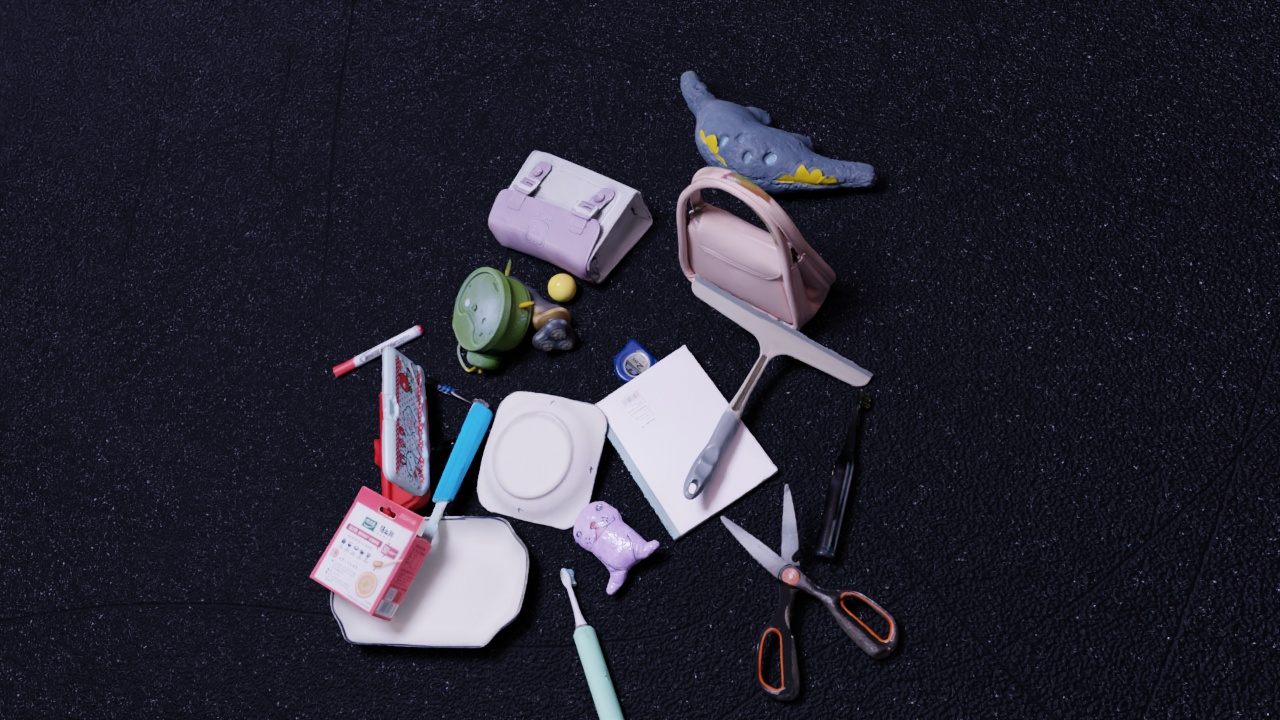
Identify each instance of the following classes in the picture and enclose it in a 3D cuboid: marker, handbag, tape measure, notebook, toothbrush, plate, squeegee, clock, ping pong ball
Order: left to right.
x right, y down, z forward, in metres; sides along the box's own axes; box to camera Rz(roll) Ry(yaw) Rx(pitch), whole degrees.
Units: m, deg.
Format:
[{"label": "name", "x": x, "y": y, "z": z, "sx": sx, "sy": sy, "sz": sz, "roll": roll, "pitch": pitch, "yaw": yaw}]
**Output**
[{"label": "marker", "x": -0.385, "y": -0.014, "z": 1.350, "sx": 0.145, "sy": 0.017, "sz": 0.017, "roll": -26, "pitch": 57, "yaw": 3}, {"label": "plate", "x": -0.256, "y": 0.275, "z": 1.132, "sx": 0.266, "sy": 0.034, "sz": 0.161, "roll": -5, "pitch": 60, "yaw": 16}, {"label": "toothbrush", "x": -0.279, "y": 0.037, "z": 1.287, "sx": 0.190, "sy": 0.016, "sz": 0.014, "roll": 22, "pitch": 63, "yaw": 29}, {"label": "marker", "x": -0.217, "y": 0.107, "z": 1.222, "sx": 0.132, "sy": 0.022, "sz": 0.020, "roll": -15, "pitch": 44, "yaw": 9}, {"label": "clock", "x": -0.212, "y": -0.054, "z": 1.268, "sx": 0.162, "sy": 0.056, "sz": 0.116, "roll": -51, "pitch": 49, "yaw": 25}, {"label": "plate", "x": -0.132, "y": 0.120, "z": 1.158, "sx": 0.164, "sy": 0.034, "sz": 0.163, "roll": 8, "pitch": 78, "yaw": 23}, {"label": "ping pong ball", "x": -0.110, "y": -0.102, "z": 1.292, "sx": 0.040, "sy": 0.040, "sz": 0.040, "roll": -8, "pitch": 59, "yaw": 14}, {"label": "handbag", "x": -0.106, "y": -0.206, "z": 1.321, "sx": 0.197, "sy": 0.098, "sz": 0.144, "roll": 27, "pitch": 78, "yaw": 30}, {"label": "toothbrush", "x": -0.055, "y": 0.335, "z": 1.035, "sx": 0.027, "sy": 0.027, "sz": 0.224, "roll": -46, "pitch": 51, "yaw": 30}, {"label": "tape measure", "x": -0.007, "y": 0.007, "z": 1.203, "sx": 0.054, "sy": 0.025, "sz": 0.058, "roll": -44, "pitch": 69, "yaw": -6}, {"label": "notebook", "x": 0.049, "y": 0.097, "z": 1.130, "sx": 0.150, "sy": 0.012, "sz": 0.209, "roll": -34, "pitch": 63, "yaw": -2}, {"label": "squeegee", "x": 0.114, "y": 0.061, "z": 1.101, "sx": 0.246, "sy": 0.039, "sz": 0.246, "roll": 29, "pitch": 76, "yaw": 4}, {"label": "handbag", "x": 0.128, "y": -0.149, "z": 1.121, "sx": 0.193, "sy": 0.234, "sz": 0.093, "roll": 29, "pitch": 75, "yaw": 30}, {"label": "toothbrush", "x": 0.235, "y": 0.128, "z": 1.055, "sx": 0.027, "sy": 0.026, "sz": 0.212, "roll": 24, "pitch": 66, "yaw": -8}]

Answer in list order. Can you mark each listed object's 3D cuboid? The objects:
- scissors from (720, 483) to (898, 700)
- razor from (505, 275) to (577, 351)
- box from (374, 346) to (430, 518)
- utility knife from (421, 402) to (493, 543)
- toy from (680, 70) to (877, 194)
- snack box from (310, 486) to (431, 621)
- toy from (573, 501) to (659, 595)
[{"label": "scissors", "x": 0.169, "y": 0.255, "z": 0.985, "sx": 0.221, "sy": 0.022, "sz": 0.230, "roll": 20, "pitch": 79, "yaw": 18}, {"label": "razor", "x": -0.152, "y": -0.069, "z": 1.283, "sx": 0.067, "sy": 0.062, "sz": 0.167, "roll": -44, "pitch": 52, "yaw": -7}, {"label": "box", "x": -0.327, "y": 0.093, "z": 1.205, "sx": 0.113, "sy": 0.099, "sz": 0.201, "roll": -29, "pitch": 53, "yaw": 26}, {"label": "utility knife", "x": -0.240, "y": 0.147, "z": 1.177, "sx": 0.034, "sy": 0.018, "sz": 0.208, "roll": 9, "pitch": 61, "yaw": 22}, {"label": "toy", "x": 0.157, "y": -0.307, "z": 1.290, "sx": 0.137, "sy": 0.091, "sz": 0.356, "roll": -38, "pitch": 58, "yaw": -19}, {"label": "snack box", "x": -0.324, "y": 0.235, "z": 1.124, "sx": 0.113, "sy": 0.044, "sz": 0.127, "roll": 20, "pitch": 74, "yaw": 30}, {"label": "toy", "x": -0.038, "y": 0.215, "z": 1.090, "sx": 0.084, "sy": 0.039, "sz": 0.108, "roll": -48, "pitch": 59, "yaw": -1}]
